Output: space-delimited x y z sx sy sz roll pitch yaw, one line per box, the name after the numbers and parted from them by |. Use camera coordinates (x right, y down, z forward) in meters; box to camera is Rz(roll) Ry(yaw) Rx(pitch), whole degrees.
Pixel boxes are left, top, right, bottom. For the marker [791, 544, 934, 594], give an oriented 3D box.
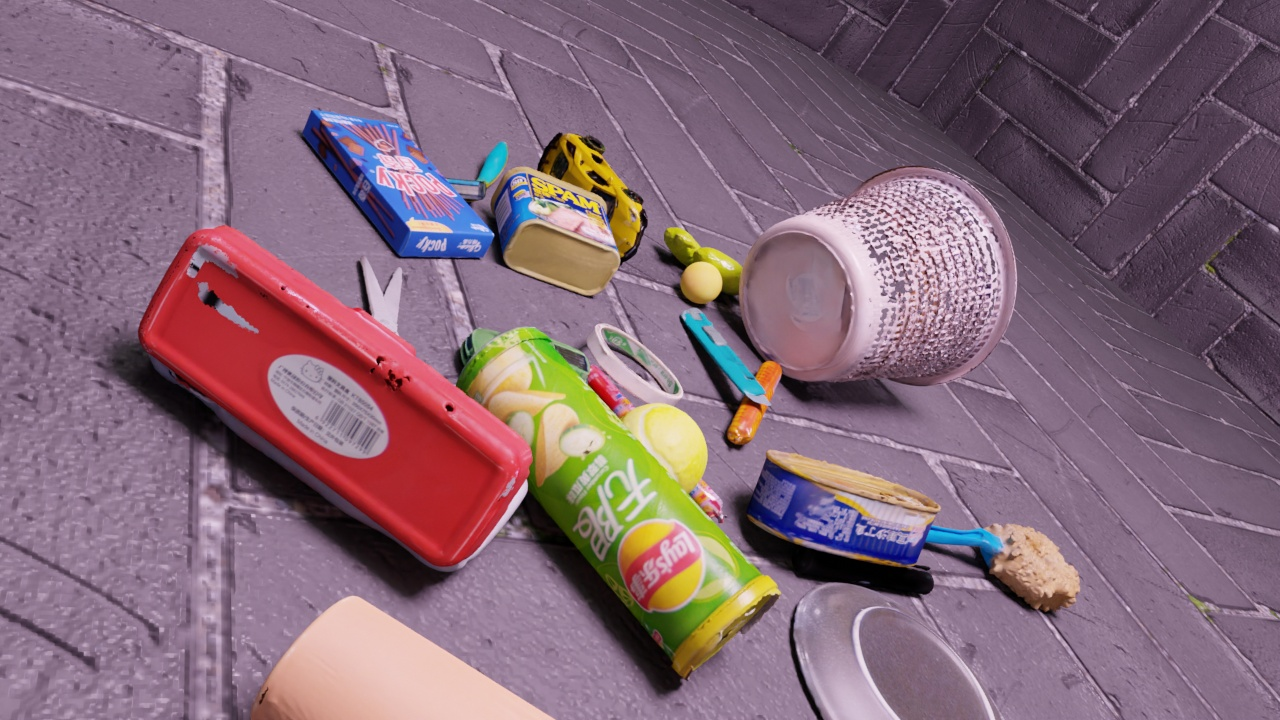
0.164 0.151 0.663 0.132 0.022 0.020 17 -2 -31 | marker

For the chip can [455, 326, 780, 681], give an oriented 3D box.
-0.021 0.073 0.528 0.221 0.073 0.072 46 30 21 | chip can

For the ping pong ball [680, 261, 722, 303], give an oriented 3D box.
0.059 -0.075 0.886 0.040 0.040 0.040 26 29 -16 | ping pong ball

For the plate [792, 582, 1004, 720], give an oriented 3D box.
0.175 0.209 0.581 0.179 0.024 0.179 26 29 -16 | plate

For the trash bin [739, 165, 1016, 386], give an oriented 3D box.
0.211 -0.069 0.888 0.191 0.228 0.227 -13 53 -39 | trash bin

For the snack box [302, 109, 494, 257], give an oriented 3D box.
-0.193 -0.140 0.728 0.157 0.026 0.084 48 30 24 | snack box

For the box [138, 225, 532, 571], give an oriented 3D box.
-0.147 0.019 0.476 0.201 0.095 0.098 35 11 4 | box

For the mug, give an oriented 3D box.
-0.080 0.148 0.348 0.123 0.078 0.078 34 27 9 | mug

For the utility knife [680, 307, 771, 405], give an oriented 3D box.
0.072 -0.007 0.801 0.029 0.013 0.164 2 31 -25 | utility knife

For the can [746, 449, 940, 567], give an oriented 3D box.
0.146 0.107 0.656 0.148 0.049 0.075 16 7 -28 | can

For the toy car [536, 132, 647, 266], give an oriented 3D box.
-0.046 -0.155 0.865 0.041 0.071 0.155 5 40 -46 | toy car

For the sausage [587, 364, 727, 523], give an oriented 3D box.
0.005 0.056 0.643 0.156 0.020 0.020 46 30 21 | sausage

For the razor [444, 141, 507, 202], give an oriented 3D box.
-0.142 -0.171 0.831 0.043 0.028 0.132 4 30 8 | razor

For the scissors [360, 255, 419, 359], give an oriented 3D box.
-0.169 -0.018 0.576 0.171 0.012 0.141 46 29 23 | scissors

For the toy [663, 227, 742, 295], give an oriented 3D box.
0.069 -0.098 0.930 0.100 0.031 0.096 34 -3 36 | toy

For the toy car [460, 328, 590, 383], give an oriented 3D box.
-0.077 0.003 0.622 0.091 0.036 0.043 15 35 -27 | toy car

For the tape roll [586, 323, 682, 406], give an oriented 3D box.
-0.004 0.004 0.701 0.086 0.014 0.085 36 16 -12 | tape roll

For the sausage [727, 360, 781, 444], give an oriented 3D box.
0.099 0.034 0.778 0.021 0.021 0.164 36 27 3 | sausage

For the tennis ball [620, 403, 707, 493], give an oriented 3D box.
0.010 0.060 0.591 0.065 0.066 0.065 26 29 -16 | tennis ball

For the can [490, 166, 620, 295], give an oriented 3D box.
-0.072 -0.109 0.780 0.102 0.057 0.083 17 34 -29 | can

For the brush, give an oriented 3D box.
0.264 0.152 0.763 0.254 0.046 0.083 18 35 -21 | brush
